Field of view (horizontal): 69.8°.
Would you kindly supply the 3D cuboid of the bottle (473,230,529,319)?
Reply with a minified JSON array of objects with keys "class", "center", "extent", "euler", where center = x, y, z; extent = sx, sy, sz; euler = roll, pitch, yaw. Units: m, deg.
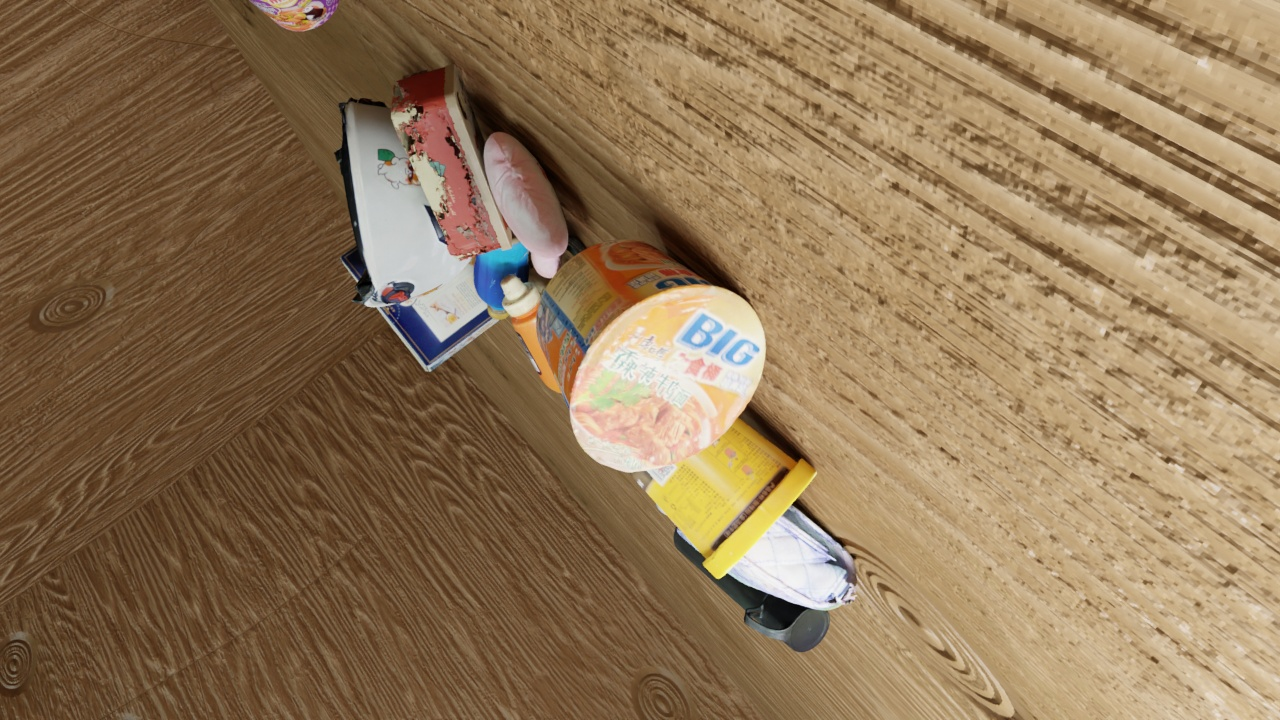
[{"class":"bottle","center":[-0.160,-0.105,1.054],"extent":[0.065,0.065,0.219],"euler":[49,157,11]}]

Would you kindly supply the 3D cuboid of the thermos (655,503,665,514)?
[{"class":"thermos","center":[0.015,0.101,1.086],"extent":[0.070,0.070,0.220],"euler":[40,163,44]}]

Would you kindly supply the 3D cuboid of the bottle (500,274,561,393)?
[{"class":"bottle","center":[-0.105,-0.032,0.997],"extent":[0.149,0.066,0.067],"euler":[57,167,-30]}]

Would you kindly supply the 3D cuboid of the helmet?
[{"class":"helmet","center":[-0.256,-0.175,1.040],"extent":[0.275,0.156,0.230],"euler":[153,108,-71]}]

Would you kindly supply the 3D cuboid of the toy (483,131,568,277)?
[{"class":"toy","center":[-0.104,-0.140,0.851],"extent":[0.121,0.054,0.160],"euler":[61,171,15]}]

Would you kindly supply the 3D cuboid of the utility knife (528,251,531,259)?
[{"class":"utility knife","center":[-0.167,-0.165,1.098],"extent":[0.181,0.015,0.033],"euler":[43,161,33]}]

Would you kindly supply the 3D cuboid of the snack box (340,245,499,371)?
[{"class":"snack box","center":[-0.260,-0.111,1.193],"extent":[0.178,0.182,0.046],"euler":[52,169,-1]}]

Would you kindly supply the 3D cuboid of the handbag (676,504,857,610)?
[{"class":"handbag","center":[0.118,0.179,0.892],"extent":[0.134,0.075,0.194],"euler":[36,169,-5]}]

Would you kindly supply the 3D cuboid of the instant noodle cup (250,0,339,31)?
[{"class":"instant noodle cup","center":[-0.373,-0.408,0.964],"extent":[0.111,0.111,0.099],"euler":[49,176,12]}]

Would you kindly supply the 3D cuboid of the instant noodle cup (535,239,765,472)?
[{"class":"instant noodle cup","center":[-0.002,-0.011,0.666],"extent":[0.111,0.151,0.151],"euler":[51,171,48]}]

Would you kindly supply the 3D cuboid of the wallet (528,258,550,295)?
[{"class":"wallet","center":[-0.121,-0.091,1.134],"extent":[0.115,0.024,0.087],"euler":[50,173,13]}]

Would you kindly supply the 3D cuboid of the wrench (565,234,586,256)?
[{"class":"wrench","center":[-0.088,-0.065,1.010],"extent":[0.056,0.016,0.274],"euler":[47,158,4]}]

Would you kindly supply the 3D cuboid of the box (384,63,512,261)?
[{"class":"box","center":[-0.183,-0.181,0.867],"extent":[0.091,0.076,0.168],"euler":[-102,-4,-49]}]

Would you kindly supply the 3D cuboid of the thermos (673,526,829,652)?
[{"class":"thermos","center":[0.121,0.263,1.120],"extent":[0.242,0.089,0.068],"euler":[32,115,56]}]

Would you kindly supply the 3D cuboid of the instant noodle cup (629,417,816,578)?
[{"class":"instant noodle cup","center":[0.062,0.096,0.750],"extent":[0.114,0.118,0.118],"euler":[42,166,10]}]
